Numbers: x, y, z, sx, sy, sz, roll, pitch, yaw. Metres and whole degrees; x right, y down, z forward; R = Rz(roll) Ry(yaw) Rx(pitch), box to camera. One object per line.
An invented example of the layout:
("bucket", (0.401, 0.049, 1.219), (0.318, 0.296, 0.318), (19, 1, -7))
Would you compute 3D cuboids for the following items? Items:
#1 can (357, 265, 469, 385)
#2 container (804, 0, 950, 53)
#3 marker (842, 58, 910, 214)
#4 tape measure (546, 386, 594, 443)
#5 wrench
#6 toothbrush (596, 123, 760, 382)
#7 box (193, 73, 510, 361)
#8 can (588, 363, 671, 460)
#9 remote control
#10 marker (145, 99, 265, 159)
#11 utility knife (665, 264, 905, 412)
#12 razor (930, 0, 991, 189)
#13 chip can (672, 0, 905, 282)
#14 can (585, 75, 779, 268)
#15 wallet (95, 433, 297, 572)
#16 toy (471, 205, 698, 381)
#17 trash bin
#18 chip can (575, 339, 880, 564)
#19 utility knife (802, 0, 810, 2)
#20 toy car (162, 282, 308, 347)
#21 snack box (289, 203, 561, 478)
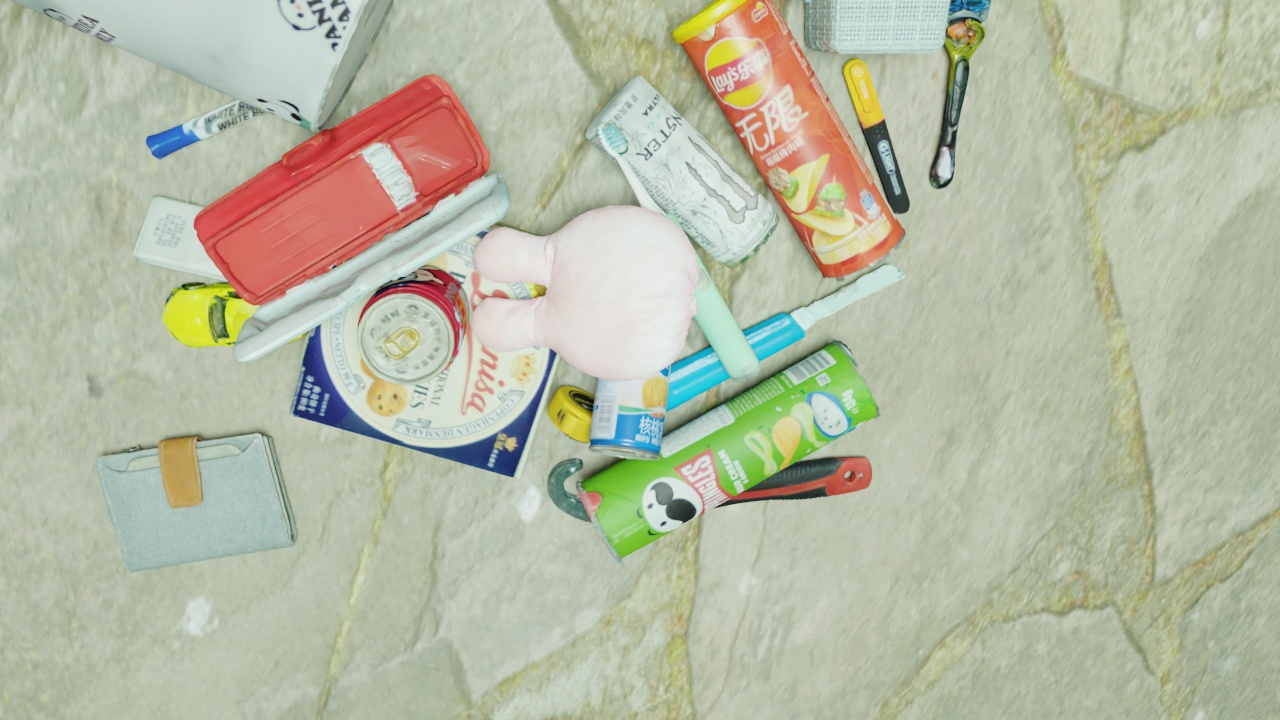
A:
("can", (-0.151, -0.025, 0.615), (0.066, 0.093, 0.066), (-2, 106, -6))
("container", (0.161, -0.267, 0.621), (0.090, 0.090, 0.111), (-3, 111, -4))
("marker", (0.179, -0.167, 0.691), (0.018, 0.015, 0.124), (-23, 110, 6))
("tape measure", (-0.046, 0.046, 0.715), (0.060, 0.057, 0.029), (20, 108, -38))
("wrench", (0.060, 0.105, 0.766), (0.273, 0.016, 0.056), (-2, 108, -4))
("toothbrush", (0.029, -0.074, 0.663), (0.026, 0.027, 0.224), (-46, 119, -25))
("box", (-0.189, -0.091, 0.590), (0.201, 0.100, 0.110), (-29, 107, 4))
("can", (-0.004, 0.004, 0.681), (0.053, 0.053, 0.134), (9, 79, -8))
("remote control", (-0.291, -0.081, 0.660), (0.125, 0.024, 0.049), (12, 74, -9))
("marker", (-0.276, -0.177, 0.644), (0.146, 0.017, 0.017), (-22, 108, 2))
("utility knife", (0.102, -0.018, 0.729), (0.234, 0.018, 0.034), (-27, 109, 4))
("razor", (0.233, -0.199, 0.683), (0.042, 0.022, 0.143), (1, 108, -4))
("chip can", (0.110, -0.162, 0.657), (0.073, 0.073, 0.216), (-35, 108, 6))
("can", (0.031, -0.135, 0.664), (0.146, 0.058, 0.058), (41, 99, -15))
("wallet", (-0.347, 0.110, 0.718), (0.129, 0.037, 0.107), (-8, 109, -3))
("toy", (-0.039, -0.048, 0.635), (0.159, 0.054, 0.121), (5, 96, 10))
("trash bin", (-0.261, -0.272, 0.515), (0.251, 0.229, 0.230), (26, 103, -19))
("chip can", (0.067, 0.070, 0.715), (0.236, 0.072, 0.072), (-29, 108, -2))
("utility knife", (0.037, -0.308, 0.616), (0.201, 0.021, 0.031), (35, 90, 1))
("toy car", (-0.301, -0.032, 0.680), (0.105, 0.032, 0.048), (-2, 108, -3))
("snack box", (-0.149, -0.022, 0.690), (0.182, 0.045, 0.178), (17, 104, -10))
